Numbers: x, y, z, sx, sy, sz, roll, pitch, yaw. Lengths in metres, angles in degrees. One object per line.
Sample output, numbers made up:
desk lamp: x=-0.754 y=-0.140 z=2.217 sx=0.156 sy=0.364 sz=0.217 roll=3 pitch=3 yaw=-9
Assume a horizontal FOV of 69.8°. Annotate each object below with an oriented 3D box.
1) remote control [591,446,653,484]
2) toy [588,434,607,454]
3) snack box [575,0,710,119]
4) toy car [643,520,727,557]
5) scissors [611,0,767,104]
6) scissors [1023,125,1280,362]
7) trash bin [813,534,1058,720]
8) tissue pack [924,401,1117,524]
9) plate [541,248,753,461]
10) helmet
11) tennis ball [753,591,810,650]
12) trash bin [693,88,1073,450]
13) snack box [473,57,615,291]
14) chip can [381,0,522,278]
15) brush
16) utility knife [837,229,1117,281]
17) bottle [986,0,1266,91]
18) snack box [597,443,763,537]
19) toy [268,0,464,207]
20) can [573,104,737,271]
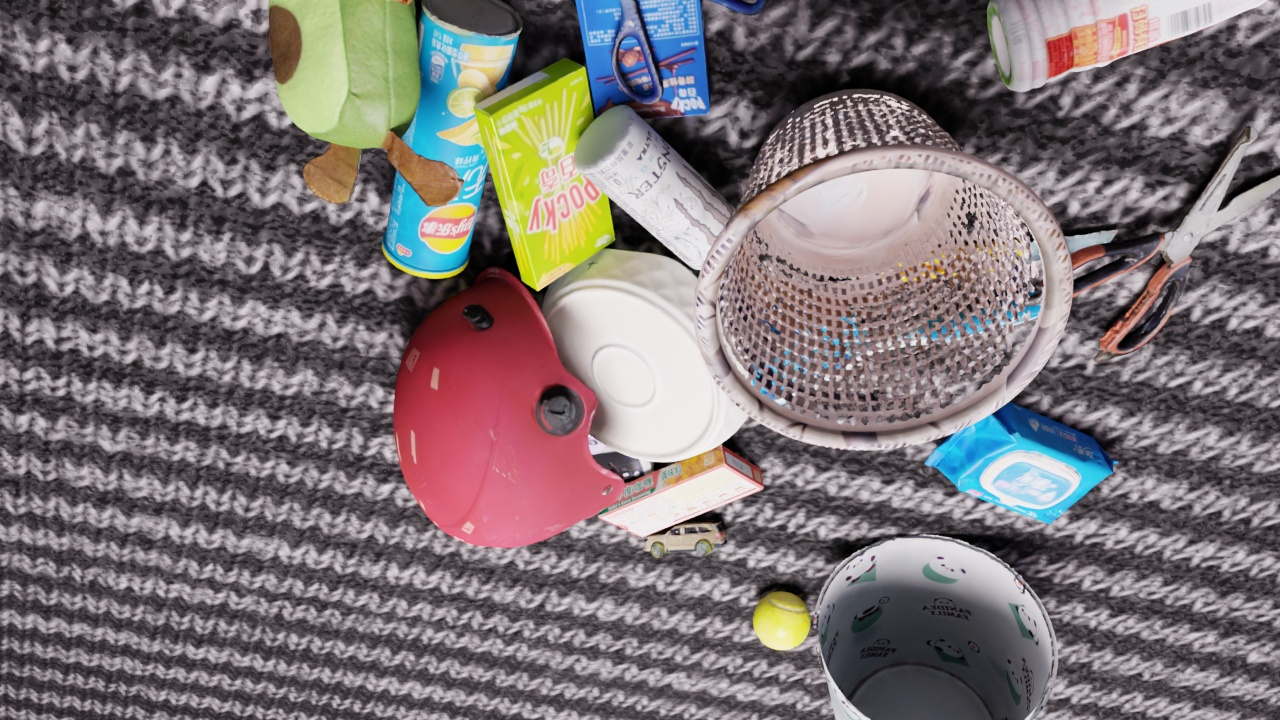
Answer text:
remote control: x=-0.062 y=0.110 z=0.946 sx=0.150 sy=0.021 sz=0.058 roll=-10 pitch=129 yaw=16
toy: x=-0.074 y=0.056 z=0.884 sx=0.108 sy=0.038 sz=0.084 roll=36 pitch=158 yaw=-21
snack box: x=0.000 y=-0.243 z=0.630 sx=0.084 sy=0.026 sz=0.157 roll=-2 pitch=130 yaw=9
toy car: x=0.047 y=0.193 z=0.992 sx=0.090 sy=0.035 sz=0.042 roll=-8 pitch=173 yaw=13
scissors: x=0.001 y=-0.246 z=0.601 sx=0.176 sy=0.012 sz=0.163 roll=7 pitch=131 yaw=1
scissors: x=0.406 y=-0.080 z=0.713 sx=0.226 sy=0.015 sz=0.189 roll=-26 pitch=134 yaw=13
trash bin: x=0.307 y=0.353 z=0.989 sx=0.230 sy=0.229 sz=0.252 roll=-4 pitch=136 yaw=10
tissue pack: x=0.356 y=0.097 z=0.861 sx=0.157 sy=0.052 sz=0.095 roll=22 pitch=130 yaw=-11
plate: x=-0.005 y=0.005 z=0.784 sx=0.205 sy=0.045 sz=0.205 roll=16 pitch=129 yaw=21
helmet: x=-0.136 y=0.056 z=0.777 sx=0.207 sy=0.143 sz=0.240 roll=12 pitch=126 yaw=53
tennis ball: x=0.162 y=0.298 z=1.051 sx=0.065 sy=0.065 sz=0.066 roll=4 pitch=131 yaw=4
trash bin: x=0.153 y=-0.082 z=0.636 sx=0.227 sy=0.191 sz=0.228 roll=3 pitch=128 yaw=4
snack box: x=-0.067 y=-0.136 z=0.691 sx=0.026 sy=0.085 sz=0.157 roll=35 pitch=149 yaw=36
chip can: x=-0.145 y=-0.164 z=0.689 sx=0.071 sy=0.071 sz=0.211 roll=17 pitch=130 yaw=-8
brush: x=0.193 y=-0.023 z=0.784 sx=0.315 sy=0.060 sz=0.109 roll=-26 pitch=129 yaw=23
utility knife: x=0.267 y=-0.083 z=0.741 sx=0.219 sy=0.015 sz=0.033 roll=-7 pitch=131 yaw=13
bottle: x=0.326 y=-0.232 z=0.576 sx=0.197 sy=0.068 sz=0.068 roll=-16 pitch=127 yaw=15
snack box: x=0.039 y=0.136 z=0.938 sx=0.156 sy=0.027 sz=0.077 roll=-27 pitch=142 yaw=26
toy: x=-0.196 y=-0.221 z=0.602 sx=0.227 sy=0.089 sz=0.247 roll=8 pitch=112 yaw=42
can: x=0.018 y=-0.125 z=0.691 sx=0.058 sy=0.058 sz=0.146 roll=-30 pitch=134 yaw=28
